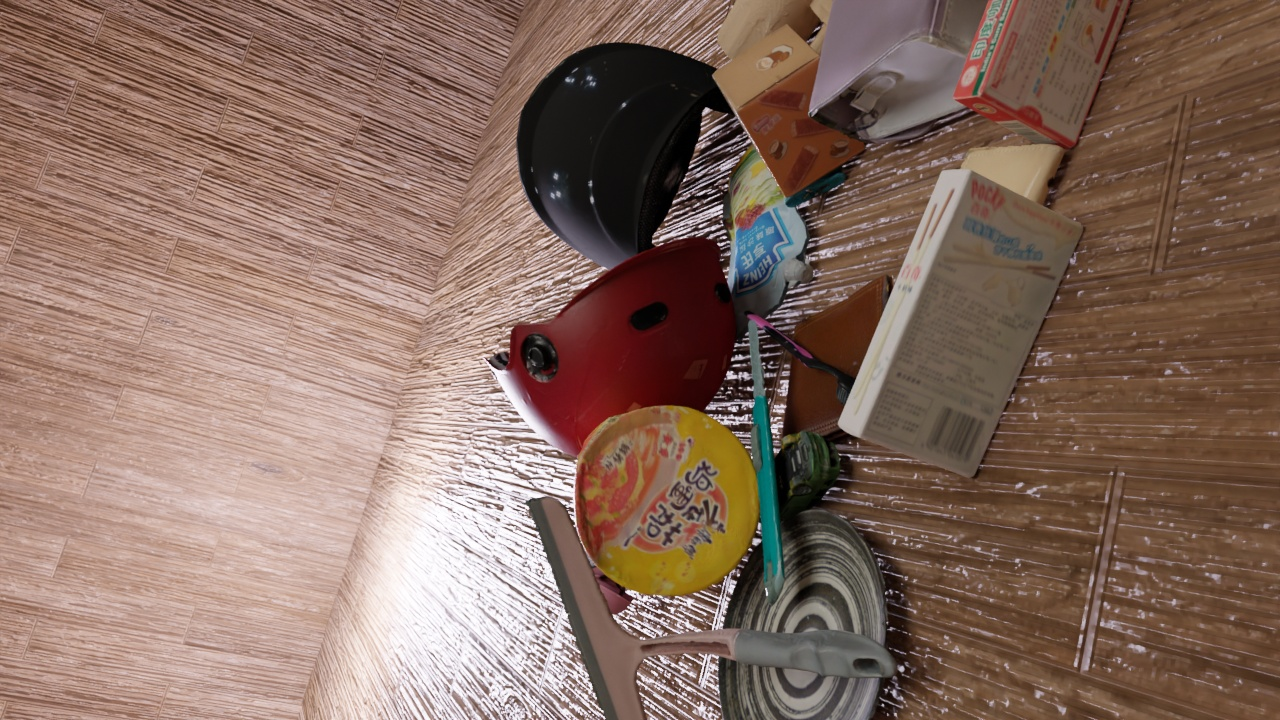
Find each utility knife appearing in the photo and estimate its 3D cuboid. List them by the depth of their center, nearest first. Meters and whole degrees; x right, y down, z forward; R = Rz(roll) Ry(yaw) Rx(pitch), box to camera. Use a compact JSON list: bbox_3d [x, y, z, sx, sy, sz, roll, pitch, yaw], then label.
[{"bbox_3d":[0.087,0.065,0.658,0.029,0.013,0.216,121,151,-59],"label":"utility knife"}]

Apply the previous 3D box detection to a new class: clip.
[{"bbox_3d":[0.146,-0.148,0.774,0.057,0.014,0.043,-26,44,23],"label":"clip"}]

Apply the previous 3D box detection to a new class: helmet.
[{"bbox_3d":[-0.005,0.005,0.800,0.241,0.206,0.144,-34,79,53],"label":"helmet"},{"bbox_3d":[-0.009,-0.214,0.966,0.274,0.230,0.234,-79,13,-80],"label":"helmet"}]

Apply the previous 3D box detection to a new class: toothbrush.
[{"bbox_3d":[0.116,-0.004,0.673,0.189,0.014,0.018,-131,46,-63],"label":"toothbrush"}]

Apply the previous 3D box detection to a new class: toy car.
[{"bbox_3d":[0.110,0.088,0.657,0.091,0.036,0.043,119,152,-48],"label":"toy car"}]

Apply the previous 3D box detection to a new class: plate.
[{"bbox_3d":[0.107,0.189,0.604,0.180,0.024,0.179,-48,32,42],"label":"plate"}]

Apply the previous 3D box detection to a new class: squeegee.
[{"bbox_3d":[0.058,0.187,0.588,0.250,0.040,0.247,-16,94,43],"label":"squeegee"}]

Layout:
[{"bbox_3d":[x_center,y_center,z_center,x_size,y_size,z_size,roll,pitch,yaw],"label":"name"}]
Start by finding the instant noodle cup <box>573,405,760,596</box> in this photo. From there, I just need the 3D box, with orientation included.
[{"bbox_3d":[0.020,0.111,0.714,0.110,0.138,0.138,86,-162,-78],"label":"instant noodle cup"}]

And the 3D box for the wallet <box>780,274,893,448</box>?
[{"bbox_3d":[0.144,0.008,0.655,0.125,0.032,0.101,-34,44,58],"label":"wallet"}]

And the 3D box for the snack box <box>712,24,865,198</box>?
[{"bbox_3d":[0.123,-0.209,0.766,0.077,0.094,0.092,-31,34,12],"label":"snack box"}]

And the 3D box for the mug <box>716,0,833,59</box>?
[{"bbox_3d":[0.142,-0.325,0.887,0.104,0.084,0.124,-53,54,40],"label":"mug"}]

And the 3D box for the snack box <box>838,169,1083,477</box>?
[{"bbox_3d":[0.179,-0.019,0.516,0.157,0.084,0.027,-69,20,5],"label":"snack box"}]

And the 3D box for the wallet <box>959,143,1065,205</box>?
[{"bbox_3d":[0.210,-0.080,0.577,0.115,0.024,0.087,-71,20,4],"label":"wallet"}]

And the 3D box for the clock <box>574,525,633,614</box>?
[{"bbox_3d":[-0.017,0.163,0.833,0.158,0.060,0.117,-51,21,9],"label":"clock"}]

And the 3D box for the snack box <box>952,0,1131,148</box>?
[{"bbox_3d":[0.244,-0.210,0.530,0.156,0.077,0.027,-70,21,3],"label":"snack box"}]

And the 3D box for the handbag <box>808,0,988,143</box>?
[{"bbox_3d":[0.202,-0.270,0.652,0.145,0.098,0.196,-10,64,64],"label":"handbag"}]

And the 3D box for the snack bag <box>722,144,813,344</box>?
[{"bbox_3d":[0.111,-0.116,0.830,0.111,0.038,0.190,-34,41,40],"label":"snack bag"}]
